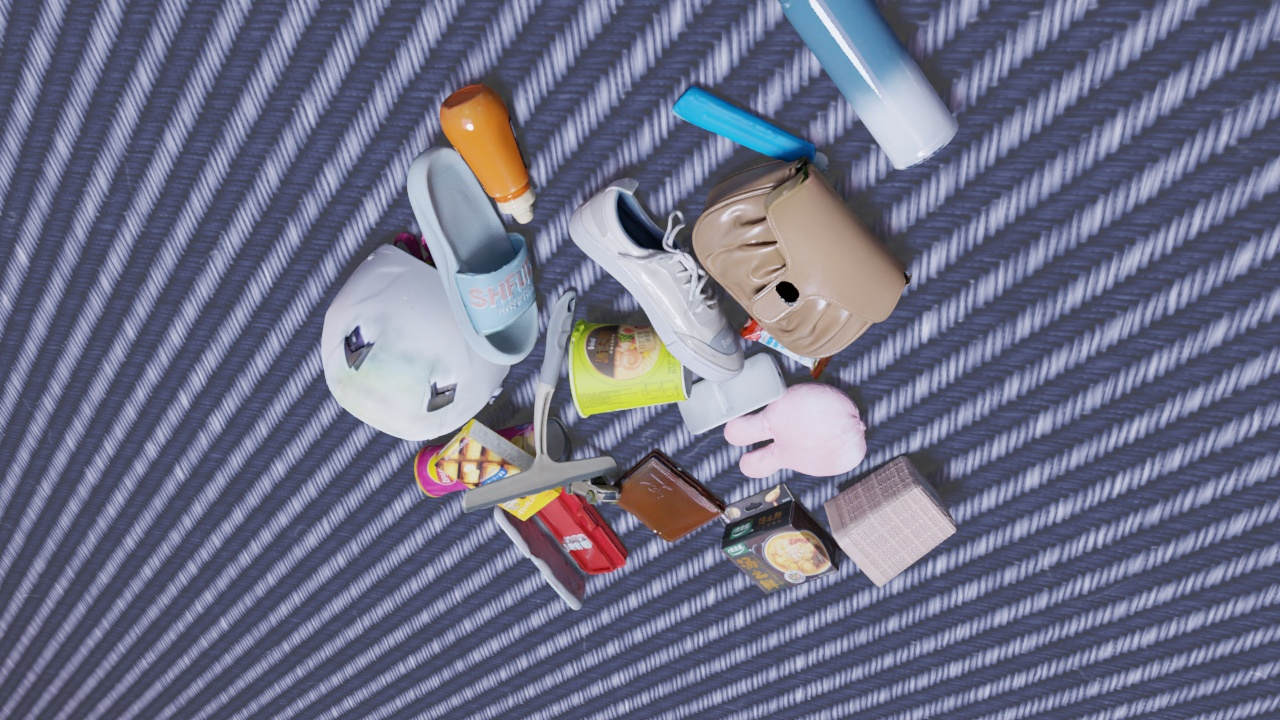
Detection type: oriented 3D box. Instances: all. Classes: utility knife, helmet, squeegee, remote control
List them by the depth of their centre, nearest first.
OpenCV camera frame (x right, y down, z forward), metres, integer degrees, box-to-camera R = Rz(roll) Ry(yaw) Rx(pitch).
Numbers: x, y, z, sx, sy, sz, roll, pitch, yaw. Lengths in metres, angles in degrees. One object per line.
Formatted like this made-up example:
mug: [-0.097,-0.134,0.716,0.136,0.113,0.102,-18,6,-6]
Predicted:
utility knife: [0.106,-0.214,0.862,0.159,0.018,0.034,24,134,-2]
remote control: [0.102,0.038,1.042,0.136,0.020,0.056,-28,80,34]
squeegee: [-0.106,0.034,1.074,0.039,0.245,0.247,21,110,38]
helmet: [-0.276,0.007,1.077,0.229,0.145,0.259,33,135,-11]

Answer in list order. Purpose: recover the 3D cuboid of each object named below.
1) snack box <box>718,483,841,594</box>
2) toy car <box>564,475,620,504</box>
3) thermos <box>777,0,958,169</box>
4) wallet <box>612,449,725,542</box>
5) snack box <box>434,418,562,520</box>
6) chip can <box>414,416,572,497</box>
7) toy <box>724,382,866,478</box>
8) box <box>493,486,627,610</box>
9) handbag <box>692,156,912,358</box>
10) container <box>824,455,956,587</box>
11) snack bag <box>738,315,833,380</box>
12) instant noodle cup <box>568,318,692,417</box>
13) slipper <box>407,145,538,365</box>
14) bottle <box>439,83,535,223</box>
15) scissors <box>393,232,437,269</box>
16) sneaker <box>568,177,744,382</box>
snack box: [0.171,0.229,1.162,0.113,0.053,0.125,-30,117,35]
toy car: [-0.062,0.162,1.175,0.090,0.042,0.035,16,99,51]
thermos: [0.182,-0.263,0.767,0.070,0.070,0.220,-29,112,34]
wallet: [0.033,0.178,1.182,0.124,0.032,0.101,39,126,-12]
snack box: [-0.173,0.136,1.126,0.140,0.033,0.087,34,133,-19]
chip can: [-0.194,0.127,1.196,0.211,0.071,0.071,-15,120,28]
toy: [0.176,0.084,1.041,0.160,0.054,0.121,-15,112,28]
box: [-0.111,0.239,1.234,0.095,0.101,0.201,-19,118,32]
handbag: [0.151,-0.094,0.884,0.204,0.099,0.148,42,130,-19]
container: [0.283,0.178,1.040,0.111,0.090,0.090,-39,106,17]
snack bag: [0.158,-0.022,0.979,0.104,0.026,0.048,31,90,-4]
instant noodle cup: [-0.006,0.006,1.022,0.123,0.111,0.112,-3,125,11]
slipper: [-0.165,-0.114,0.980,0.074,0.103,0.245,-5,117,38]
bottle: [-0.147,-0.204,0.937,0.067,0.066,0.149,-7,131,24]
scissors: [-0.248,-0.096,1.084,0.084,0.017,0.138,6,131,15]
sneaker: [0.038,-0.085,0.941,0.242,0.089,0.091,47,132,-9]
